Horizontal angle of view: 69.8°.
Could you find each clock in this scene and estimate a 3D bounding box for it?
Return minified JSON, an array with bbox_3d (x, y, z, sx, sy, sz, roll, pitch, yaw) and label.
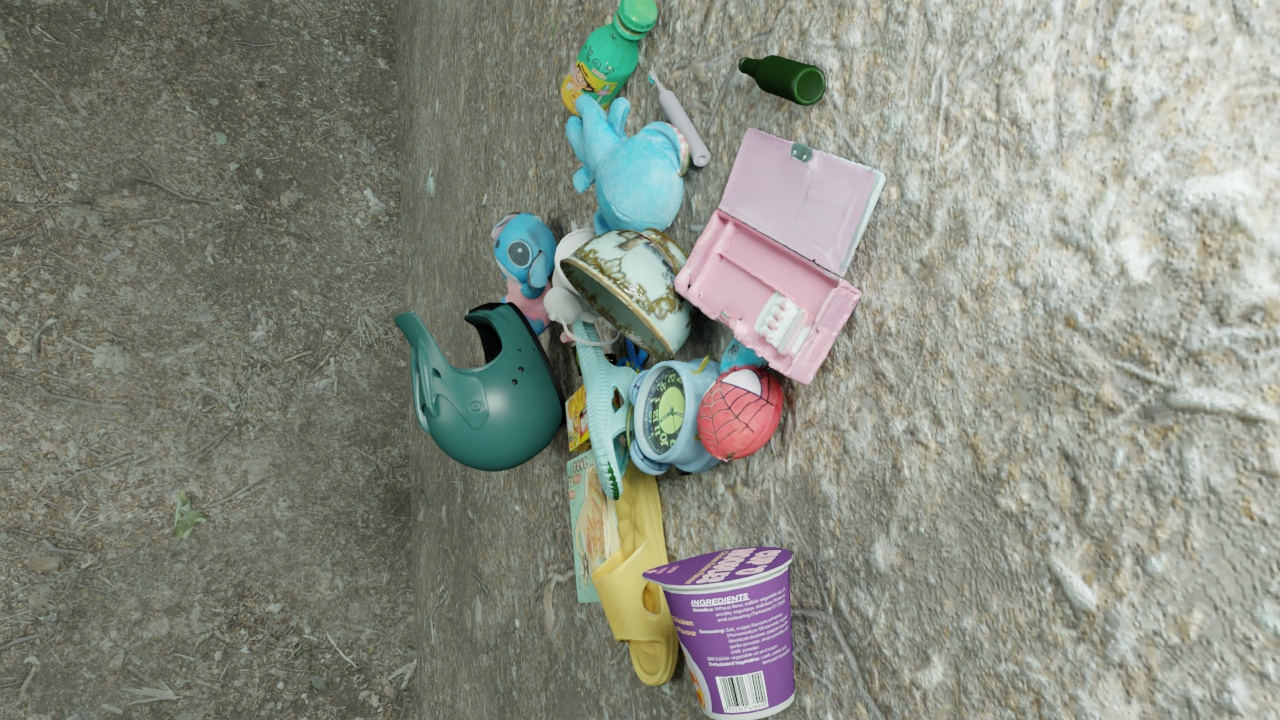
[{"bbox_3d":[0.034,0.058,0.944,0.162,0.060,0.118,-29,57,53],"label":"clock"},{"bbox_3d":[-0.056,-0.090,1.121,0.061,0.120,0.159,116,157,-56],"label":"clock"}]

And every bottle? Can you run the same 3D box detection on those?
[{"bbox_3d":[-0.038,-0.375,1.130,0.210,0.068,0.068,147,120,-64],"label":"bottle"},{"bbox_3d":[0.118,-0.249,0.801,0.123,0.033,0.033,-129,44,-58],"label":"bottle"}]

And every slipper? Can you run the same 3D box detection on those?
[{"bbox_3d":[-0.035,0.050,1.102,0.116,0.069,0.275,87,172,-45],"label":"slipper"},{"bbox_3d":[-0.016,0.243,1.069,0.100,0.078,0.263,138,130,-61],"label":"slipper"}]

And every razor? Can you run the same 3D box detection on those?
[{"bbox_3d":[-0.062,0.000,1.252,0.144,0.021,0.044,2,110,68],"label":"razor"}]

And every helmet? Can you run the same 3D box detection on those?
[{"bbox_3d":[-0.248,0.037,1.384,0.274,0.199,0.177,65,157,5],"label":"helmet"}]

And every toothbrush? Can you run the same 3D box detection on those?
[{"bbox_3d":[0.038,-0.273,1.011,0.187,0.018,0.019,-112,32,-42],"label":"toothbrush"}]

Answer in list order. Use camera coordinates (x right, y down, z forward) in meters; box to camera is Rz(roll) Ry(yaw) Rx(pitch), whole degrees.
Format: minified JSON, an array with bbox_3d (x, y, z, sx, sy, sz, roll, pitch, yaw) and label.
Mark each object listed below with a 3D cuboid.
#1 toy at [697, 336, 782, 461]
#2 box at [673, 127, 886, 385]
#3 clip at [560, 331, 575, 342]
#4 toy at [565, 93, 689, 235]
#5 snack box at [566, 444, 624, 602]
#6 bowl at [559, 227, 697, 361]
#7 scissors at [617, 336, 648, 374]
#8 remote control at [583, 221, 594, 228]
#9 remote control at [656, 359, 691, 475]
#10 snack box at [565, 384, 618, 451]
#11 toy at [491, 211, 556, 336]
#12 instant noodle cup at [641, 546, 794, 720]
[{"bbox_3d":[0.092,0.027,0.833,0.092,0.062,0.132,-16,60,52],"label":"toy"},{"bbox_3d":[0.119,-0.099,0.798,0.179,0.040,0.232,-65,28,15],"label":"box"},{"bbox_3d":[-0.087,-0.033,1.321,0.060,0.045,0.023,-2,91,33],"label":"clip"},{"bbox_3d":[-0.015,-0.218,1.029,0.180,0.114,0.184,56,141,18],"label":"toy"},{"bbox_3d":[-0.051,0.216,1.196,0.142,0.044,0.193,145,121,-65],"label":"snack box"},{"bbox_3d":[0.004,-0.083,0.970,0.094,0.160,0.160,-49,23,-8],"label":"bowl"},{"bbox_3d":[-0.007,0.007,1.128,0.126,0.013,0.126,120,138,-53],"label":"scissors"},{"bbox_3d":[-0.076,-0.127,1.281,0.050,0.022,0.134,-114,33,-46],"label":"remote control"},{"bbox_3d":[0.038,0.059,1.019,0.058,0.013,0.133,112,149,-42],"label":"remote control"},{"bbox_3d":[-0.068,0.072,1.259,0.153,0.025,0.075,139,128,-61],"label":"snack box"},{"bbox_3d":[-0.176,-0.130,1.435,0.224,0.098,0.192,-131,40,-54],"label":"toy"},{"bbox_3d":[0.076,0.239,0.801,0.121,0.137,0.122,-9,-91,-68],"label":"instant noodle cup"}]
